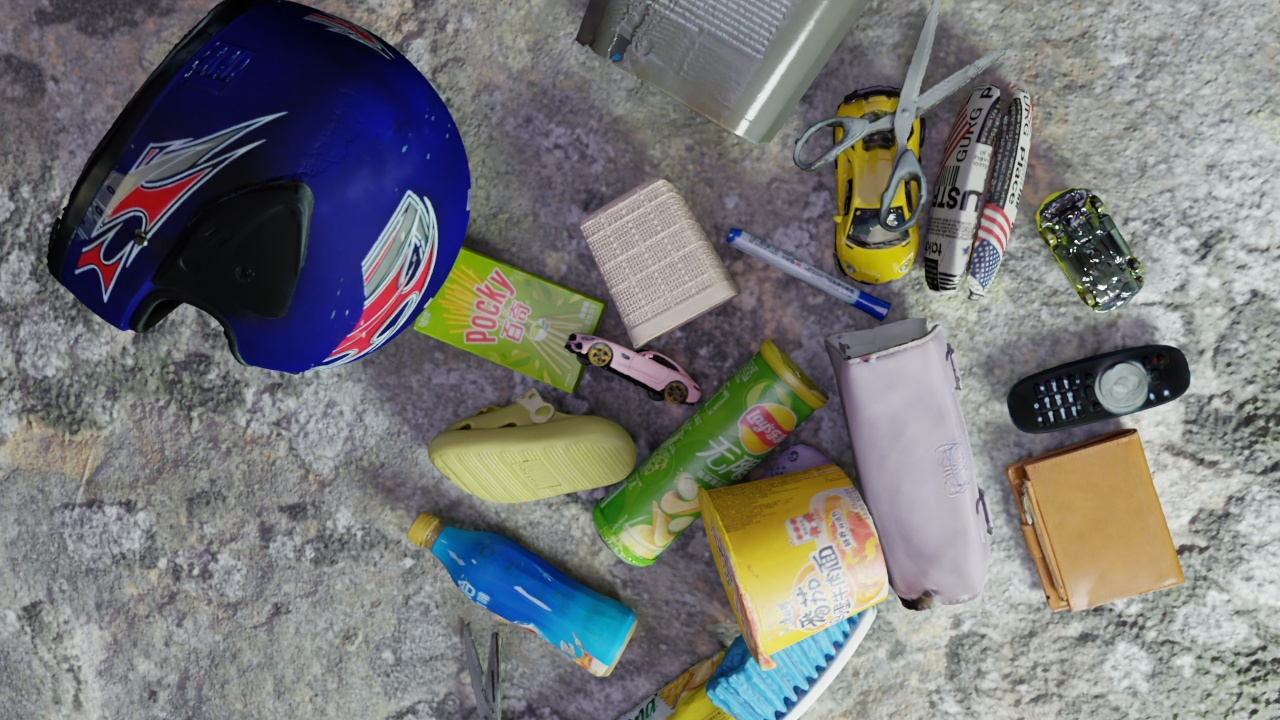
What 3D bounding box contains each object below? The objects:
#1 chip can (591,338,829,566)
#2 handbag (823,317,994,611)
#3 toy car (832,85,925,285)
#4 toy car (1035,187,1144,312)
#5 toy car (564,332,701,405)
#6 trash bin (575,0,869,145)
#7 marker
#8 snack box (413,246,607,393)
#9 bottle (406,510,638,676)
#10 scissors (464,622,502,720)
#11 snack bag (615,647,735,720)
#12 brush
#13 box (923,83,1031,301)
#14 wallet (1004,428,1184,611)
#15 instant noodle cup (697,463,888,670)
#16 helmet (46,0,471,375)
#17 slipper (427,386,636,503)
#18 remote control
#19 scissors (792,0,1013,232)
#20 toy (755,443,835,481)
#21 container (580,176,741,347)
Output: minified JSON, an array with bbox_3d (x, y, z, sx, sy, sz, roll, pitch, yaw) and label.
[{"bbox_3d":[0.053,0.082,0.770,0.221,0.072,0.072,-44,89,13],"label":"chip can"},{"bbox_3d":[0.206,0.073,0.704,0.098,0.144,0.197,-12,97,14],"label":"handbag"},{"bbox_3d":[0.189,-0.137,0.730,0.071,0.041,0.156,1,100,10],"label":"toy car"},{"bbox_3d":[0.347,-0.086,0.714,0.048,0.032,0.105,-36,102,13],"label":"toy car"},{"bbox_3d":[-0.005,0.005,0.767,0.122,0.056,0.037,26,82,-15],"label":"toy car"},{"bbox_3d":[0.079,-0.289,0.657,0.199,0.198,0.220,32,108,4],"label":"trash bin"},{"bbox_3d":[0.138,-0.072,0.761,0.146,0.017,0.017,27,102,5],"label":"marker"},{"bbox_3d":[-0.115,-0.039,0.807,0.156,0.026,0.086,22,101,7],"label":"snack box"},{"bbox_3d":[-0.109,0.201,0.821,0.219,0.065,0.065,30,102,5],"label":"bottle"},{"bbox_3d":[-0.133,0.362,0.852,0.221,0.015,0.190,51,128,28],"label":"scissors"},{"bbox_3d":[0.040,0.382,0.820,0.247,0.068,0.158,-38,90,12],"label":"snack bag"},{"bbox_3d":[0.090,0.304,0.752,0.109,0.061,0.314,46,76,-8],"label":"brush"},{"bbox_3d":[0.272,-0.126,0.704,0.081,0.075,0.163,12,97,-1],"label":"box"},{"bbox_3d":[0.366,0.132,0.742,0.108,0.031,0.132,-19,94,9],"label":"wallet"},{"bbox_3d":[0.116,0.148,0.701,0.110,0.138,0.138,-17,95,-4],"label":"instant noodle cup"},{"bbox_3d":[-0.275,-0.107,0.721,0.240,0.246,0.316,41,112,-15],"label":"helmet"},{"bbox_3d":[-0.089,0.070,0.796,0.191,0.081,0.092,-7,133,23],"label":"slipper"},{"bbox_3d":[0.361,0.022,0.730,0.136,0.024,0.053,-15,94,11],"label":"remote control"},{"bbox_3d":[0.195,-0.184,0.694,0.159,0.014,0.181,1,93,17],"label":"scissors"},{"bbox_3d":[0.119,0.115,0.781,0.108,0.039,0.084,-40,70,15],"label":"toy"},{"bbox_3d":[0.014,-0.081,0.747,0.090,0.090,0.111,-29,89,13],"label":"container"}]
